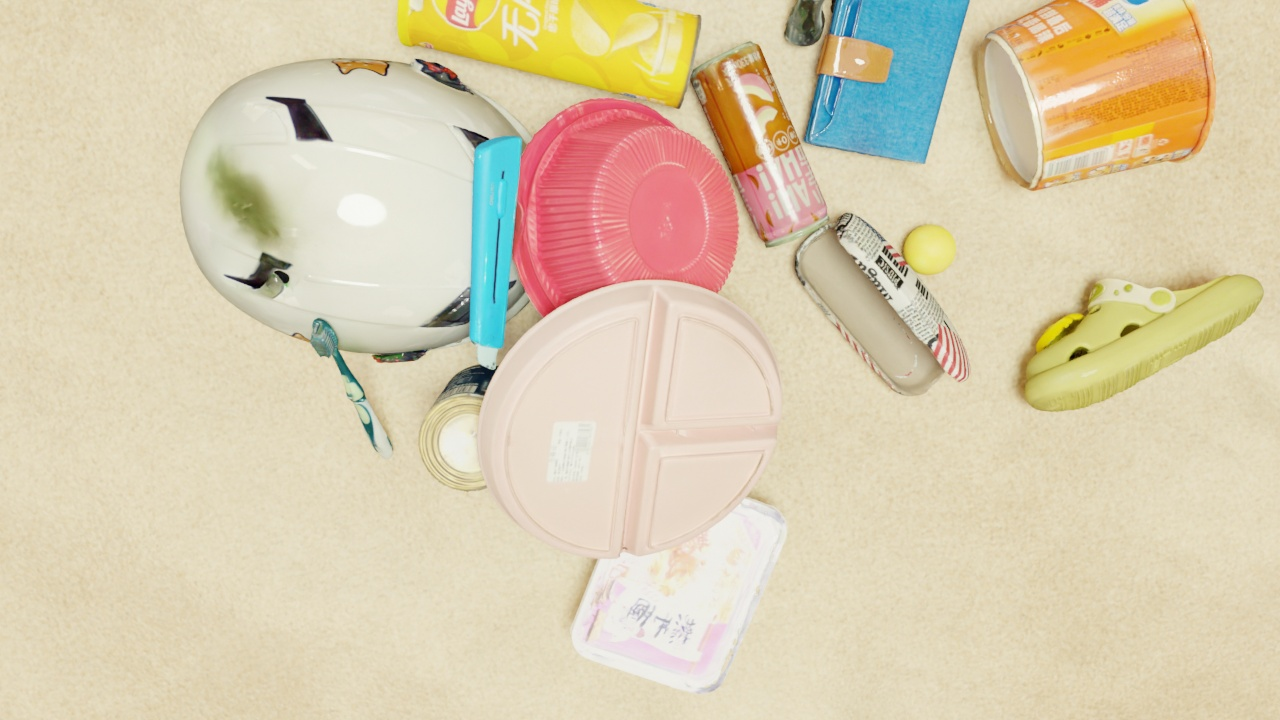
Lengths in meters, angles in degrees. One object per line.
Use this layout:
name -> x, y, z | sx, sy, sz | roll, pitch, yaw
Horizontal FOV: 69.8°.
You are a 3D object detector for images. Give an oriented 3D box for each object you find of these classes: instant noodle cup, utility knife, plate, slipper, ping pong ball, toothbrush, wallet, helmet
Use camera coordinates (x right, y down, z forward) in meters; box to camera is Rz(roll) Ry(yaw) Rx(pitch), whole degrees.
instant noodle cup -> 0.322, -0.199, 0.668 | 0.111, 0.151, 0.151 | -18, 101, 9
utility knife -> -0.099, -0.069, 0.616 | 0.018, 0.034, 0.160 | 20, 111, 39
plate -> -0.001, 0.053, 0.656 | 0.229, 0.028, 0.230 | -8, 120, -13
slipper -> 0.393, -0.025, 0.741 | 0.191, 0.091, 0.081 | -28, 61, 12
instant noodle cup -> 0.003, -0.096, 0.661 | 0.193, 0.066, 0.194 | -2, 94, -36
ping pong ball -> 0.231, -0.088, 0.733 | 0.040, 0.040, 0.040 | 0, 101, -3
toothbrush -> -0.213, 0.030, 0.684 | 0.016, 0.192, 0.018 | 5, 56, 4
instant noodle cup -> 0.030, 0.176, 0.766 | 0.138, 0.060, 0.173 | 20, 101, -6
wallet -> 0.187, -0.224, 0.701 | 0.106, 0.040, 0.133 | 8, 107, -11
helmet -> -0.197, -0.106, 0.651 | 0.274, 0.156, 0.230 | 12, 101, -5

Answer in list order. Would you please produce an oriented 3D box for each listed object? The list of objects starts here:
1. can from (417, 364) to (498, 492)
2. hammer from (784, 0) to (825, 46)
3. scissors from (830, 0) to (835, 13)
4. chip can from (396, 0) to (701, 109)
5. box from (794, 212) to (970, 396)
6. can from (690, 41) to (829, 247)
can -> -0.125, 0.050, 0.707 | 0.075, 0.111, 0.075 | -1, 101, -3
hammer -> -0.017, -0.305, 0.660 | 0.323, 0.126, 0.031 | 8, 56, 2
scissors -> 0.203, -0.336, 0.695 | 0.185, 0.019, 0.130 | -23, 101, 0
chip can -> -0.066, -0.244, 0.675 | 0.213, 0.072, 0.072 | 12, 100, -6
box -> 0.199, -0.044, 0.718 | 0.076, 0.087, 0.163 | -41, 97, -10
can -> 0.092, -0.164, 0.703 | 0.058, 0.058, 0.147 | -25, 101, 2
